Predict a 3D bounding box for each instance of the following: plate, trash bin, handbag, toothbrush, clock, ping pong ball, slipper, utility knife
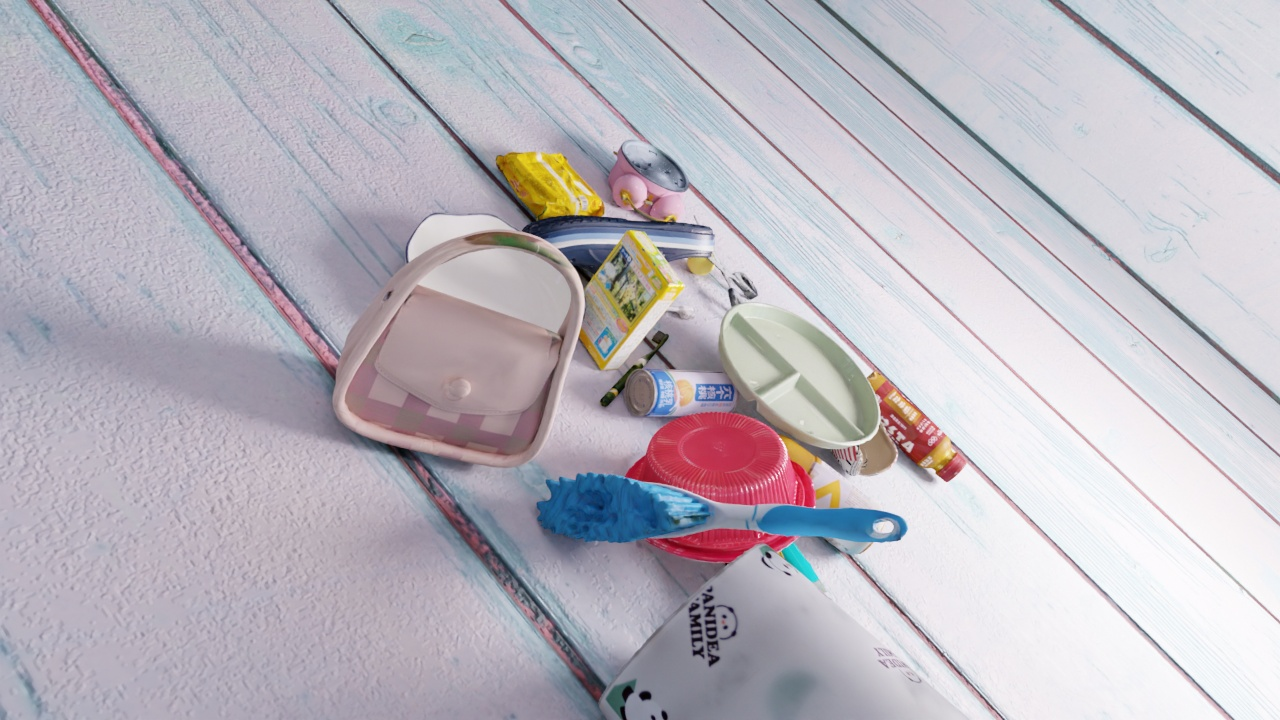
[{"bbox_3d":[0.190,0.018,1.115,0.230,0.028,0.229,23,37,-19],"label":"plate"},{"bbox_3d":[0.117,0.290,0.679,0.252,0.230,0.228,44,35,20],"label":"trash bin"},{"bbox_3d":[-0.140,-0.020,0.784,0.193,0.235,0.093,18,37,-25],"label":"handbag"},{"bbox_3d":[-0.006,0.006,1.069,0.017,0.012,0.185,34,34,6],"label":"toothbrush"},{"bbox_3d":[0.010,-0.255,1.346,0.117,0.060,0.158,21,36,-23],"label":"clock"},{"bbox_3d":[0.086,-0.140,1.294,0.040,0.040,0.040,23,37,-19],"label":"ping pong ball"},{"bbox_3d":[-0.160,-0.076,0.992,0.204,0.046,0.204,21,42,-20],"label":"plate"},{"bbox_3d":[0.001,-0.066,1.157,0.179,0.016,0.016,4,52,-40],"label":"toothbrush"},{"bbox_3d":[-0.029,-0.134,1.147,0.252,0.095,0.105,-3,10,-21],"label":"slipper"},{"bbox_3d":[0.133,0.162,1.008,0.029,0.013,0.222,-9,58,-45],"label":"utility knife"}]

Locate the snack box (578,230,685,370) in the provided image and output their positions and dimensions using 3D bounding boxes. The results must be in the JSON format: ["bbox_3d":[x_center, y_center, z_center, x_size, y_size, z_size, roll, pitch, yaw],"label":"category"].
[{"bbox_3d":[-0.020,-0.066,1.027,0.033,0.141,0.087,-6,53,-47],"label":"snack box"}]

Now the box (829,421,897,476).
[{"bbox_3d":[0.268,0.073,1.176,0.087,0.076,0.162,-13,48,-14],"label":"box"}]

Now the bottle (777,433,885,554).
[{"bbox_3d":[0.184,0.140,1.032,0.189,0.068,0.067,38,35,1],"label":"bottle"}]

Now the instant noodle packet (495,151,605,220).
[{"bbox_3d":[-0.118,-0.226,1.212,0.110,0.044,0.128,-11,53,-39],"label":"instant noodle packet"}]

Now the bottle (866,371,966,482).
[{"bbox_3d":[0.366,0.093,1.256,0.175,0.058,0.057,44,35,10],"label":"bottle"}]

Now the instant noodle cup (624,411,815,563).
[{"bbox_3d":[0.075,0.110,0.896,0.194,0.066,0.193,-1,29,0],"label":"instant noodle cup"}]

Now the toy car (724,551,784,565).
[{"bbox_3d":[0.114,0.201,0.896,0.041,0.071,0.155,10,42,-31],"label":"toy car"}]

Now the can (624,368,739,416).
[{"bbox_3d":[0.049,0.037,1.045,0.134,0.053,0.053,2,48,-40],"label":"can"}]

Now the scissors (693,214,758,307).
[{"bbox_3d":[0.120,-0.123,1.280,0.159,0.014,0.181,-3,70,-62],"label":"scissors"}]

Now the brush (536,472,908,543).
[{"bbox_3d":[0.055,0.130,0.773,0.109,0.315,0.060,11,79,-48],"label":"brush"}]
